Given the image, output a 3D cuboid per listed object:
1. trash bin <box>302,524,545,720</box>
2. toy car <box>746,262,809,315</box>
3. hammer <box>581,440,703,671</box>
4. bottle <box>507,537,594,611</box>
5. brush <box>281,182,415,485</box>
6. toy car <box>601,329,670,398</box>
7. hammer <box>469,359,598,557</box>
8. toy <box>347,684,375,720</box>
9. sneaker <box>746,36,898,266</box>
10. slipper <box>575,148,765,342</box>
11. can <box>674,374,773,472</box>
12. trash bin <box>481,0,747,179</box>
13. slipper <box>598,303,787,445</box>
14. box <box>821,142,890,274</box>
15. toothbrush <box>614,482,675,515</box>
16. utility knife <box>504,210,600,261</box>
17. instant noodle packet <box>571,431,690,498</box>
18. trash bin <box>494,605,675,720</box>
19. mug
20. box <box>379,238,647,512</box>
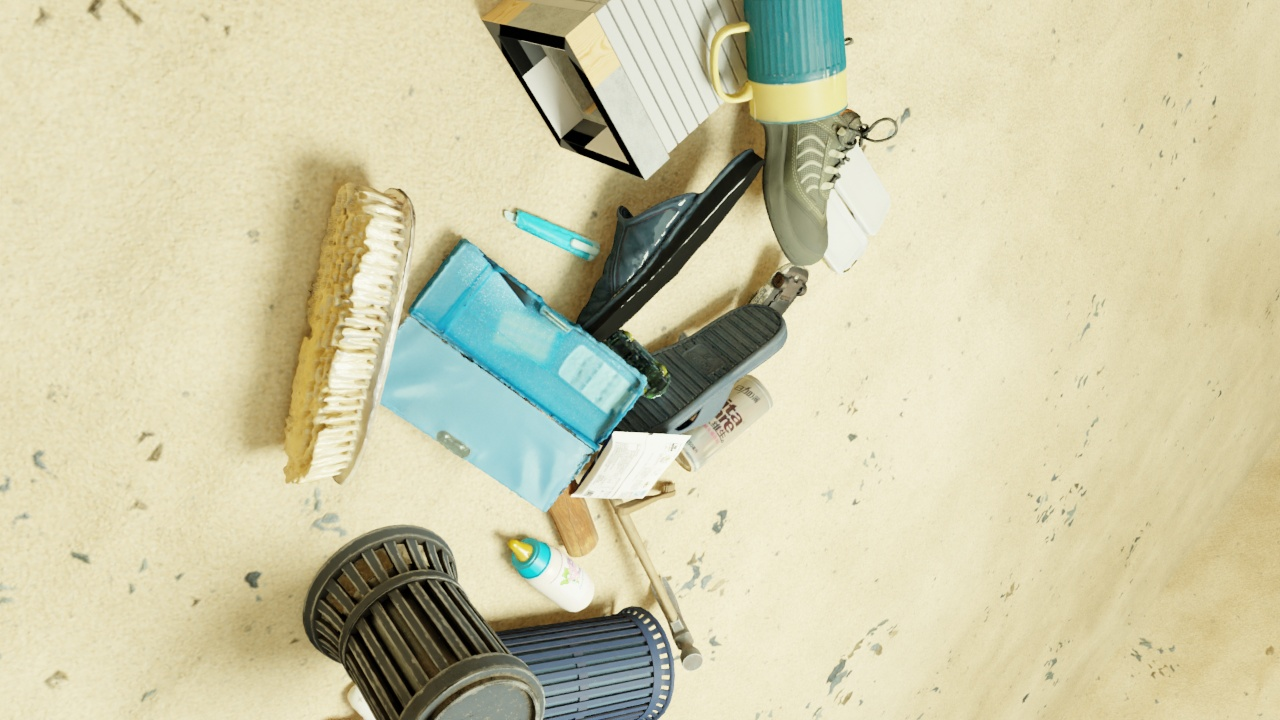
[{"bbox_3d":[-0.205,0.287,0.879,0.164,0.227,0.164,-17,121,-31],"label":"trash bin"},{"bbox_3d":[0.156,-0.073,1.100,0.048,0.040,0.113,14,123,-41],"label":"toy car"},{"bbox_3d":[-0.005,0.225,1.102,0.031,0.119,0.331,-27,118,-2],"label":"hammer"},{"bbox_3d":[-0.107,0.239,1.051,0.051,0.051,0.146,-48,132,-8],"label":"bottle"},{"bbox_3d":[-0.251,-0.018,0.787,0.056,0.083,0.271,5,109,-40],"label":"brush"},{"bbox_3d":[-0.006,0.006,0.996,0.038,0.090,0.027,-39,167,-23],"label":"toy car"},{"bbox_3d":[-0.111,0.111,0.993,0.157,0.037,0.301,-35,129,-19],"label":"hammer"},{"bbox_3d":[-0.279,0.401,1.008,0.125,0.037,0.076,38,91,-38],"label":"toy"},{"bbox_3d":[0.201,-0.224,0.965,0.100,0.143,0.238,-46,128,-63],"label":"sneaker"},{"bbox_3d":[0.010,-0.129,0.946,0.266,0.083,0.108,-48,175,8],"label":"slipper"},{"bbox_3d":[0.097,0.077,1.125,0.135,0.054,0.054,-38,130,-16],"label":"can"},{"bbox_3d":[0.020,-0.308,0.810,0.246,0.142,0.142,-44,131,-11],"label":"trash bin"},{"bbox_3d":[0.058,0.032,1.041,0.263,0.101,0.083,-31,140,-15],"label":"slipper"},{"bbox_3d":[0.233,-0.205,1.111,0.129,0.034,0.209,-55,132,-6],"label":"box"},{"bbox_3d":[0.009,0.163,1.080,0.166,0.016,0.016,-3,100,-67],"label":"toothbrush"},{"bbox_3d":[-0.086,-0.127,0.908,0.116,0.015,0.022,22,85,-40],"label":"utility knife"},{"bbox_3d":[-0.012,0.115,0.981,0.087,0.026,0.135,5,142,-24],"label":"instant noodle packet"},{"bbox_3d":[-0.099,0.371,1.066,0.249,0.139,0.139,4,109,-37],"label":"trash bin"},{"bbox_3d":[0.114,-0.257,0.762,0.113,0.083,0.107,-11,122,-2],"label":"mug"},{"bbox_3d":[-0.129,0.020,0.880,0.231,0.033,0.174,39,86,-20],"label":"box"}]
